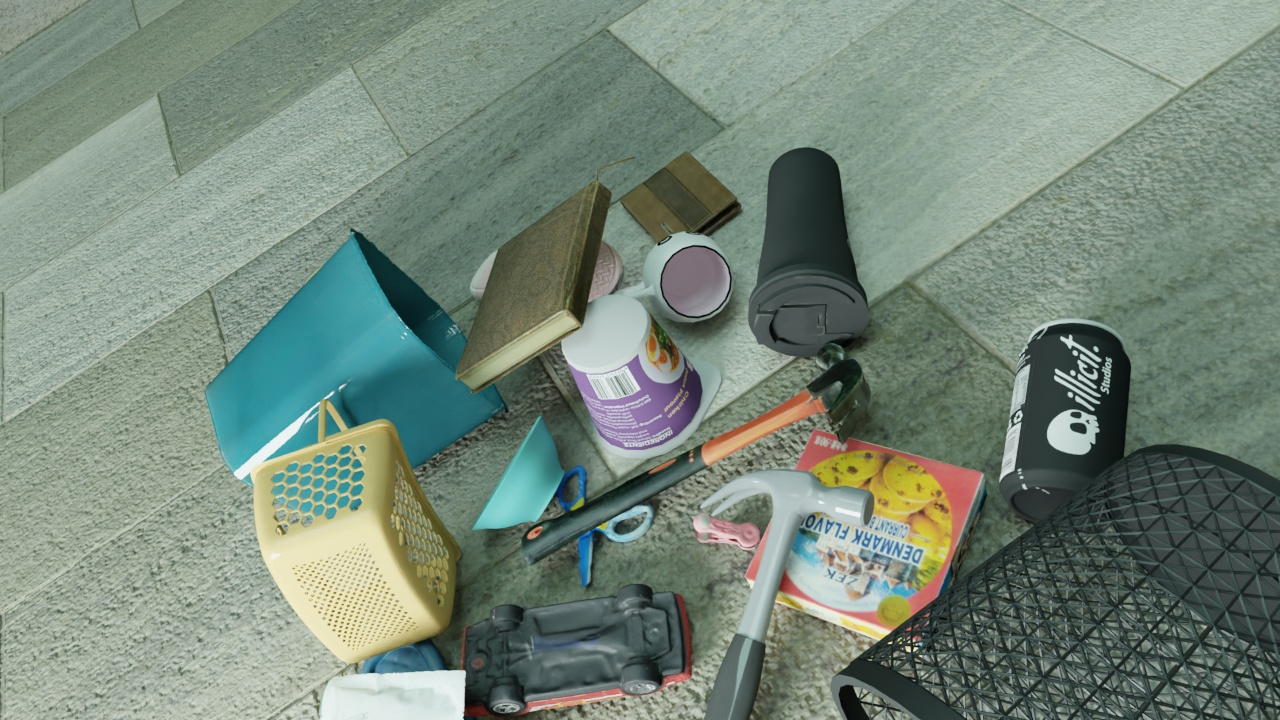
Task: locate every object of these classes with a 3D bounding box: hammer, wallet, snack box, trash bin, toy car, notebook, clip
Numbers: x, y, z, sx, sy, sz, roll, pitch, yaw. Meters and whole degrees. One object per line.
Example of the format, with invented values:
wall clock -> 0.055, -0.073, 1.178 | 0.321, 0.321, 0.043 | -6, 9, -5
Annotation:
hammer -> 0.043, 0.090, 0.791 | 0.333, 0.033, 0.133 | -28, 18, 7
wallet -> 0.043, -0.176, 1.027 | 0.098, 0.027, 0.121 | -36, 50, -1
snack box -> 0.176, 0.137, 0.718 | 0.143, 0.040, 0.144 | 14, 62, 33
trash bin -> -0.292, 0.027, 0.924 | 0.218, 0.199, 0.196 | -39, 48, 1
toy car -> -0.054, 0.235, 0.739 | 0.189, 0.056, 0.081 | -12, 52, 7
hammer -> 0.071, 0.226, 0.673 | 0.125, 0.029, 0.310 | 10, 72, 32
trash bin -> 0.277, 0.187, 0.535 | 0.242, 0.217, 0.217 | -38, 49, -15
notebook -> -0.084, -0.086, 0.876 | 0.191, 0.034, 0.214 | -31, 32, 30
clip -> 0.069, 0.147, 0.775 | 0.058, 0.050, 0.023 | 22, 60, -12

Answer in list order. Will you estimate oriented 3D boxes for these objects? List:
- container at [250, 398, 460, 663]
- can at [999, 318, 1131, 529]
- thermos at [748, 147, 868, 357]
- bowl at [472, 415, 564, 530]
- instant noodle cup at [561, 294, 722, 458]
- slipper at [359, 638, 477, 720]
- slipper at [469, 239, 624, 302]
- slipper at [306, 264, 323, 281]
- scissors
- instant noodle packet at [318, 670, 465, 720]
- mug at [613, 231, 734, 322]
container -> -0.244, 0.143, 0.797 | 0.129, 0.183, 0.167 | -19, 39, -3
can -> 0.322, 0.047, 0.694 | 0.080, 0.080, 0.145 | 5, 58, 27
thermos -> 0.158, -0.110, 0.880 | 0.106, 0.106, 0.218 | -9, 47, 18
bowl -> -0.103, 0.113, 0.842 | 0.046, 0.121, 0.120 | 31, 66, -5
instant noodle cup -> -0.005, 0.005, 0.846 | 0.137, 0.122, 0.121 | -24, 49, 6
slipper -> -0.182, 0.310, 0.739 | 0.104, 0.059, 0.213 | -37, 48, -3
slipper -> -0.103, -0.089, 1.006 | 0.222, 0.056, 0.106 | 9, 58, 42
slipper -> -0.376, -0.006, 1.057 | 0.099, 0.078, 0.263 | 34, 90, 38
scissors -> -0.046, 0.148, 0.832 | 0.130, 0.013, 0.125 | -16, 49, 16
instant noodle packet -> -0.199, 0.368, 0.667 | 0.147, 0.057, 0.268 | -11, 65, 25
mug -> 0.031, -0.078, 0.909 | 0.124, 0.090, 0.076 | -15, 13, -6
